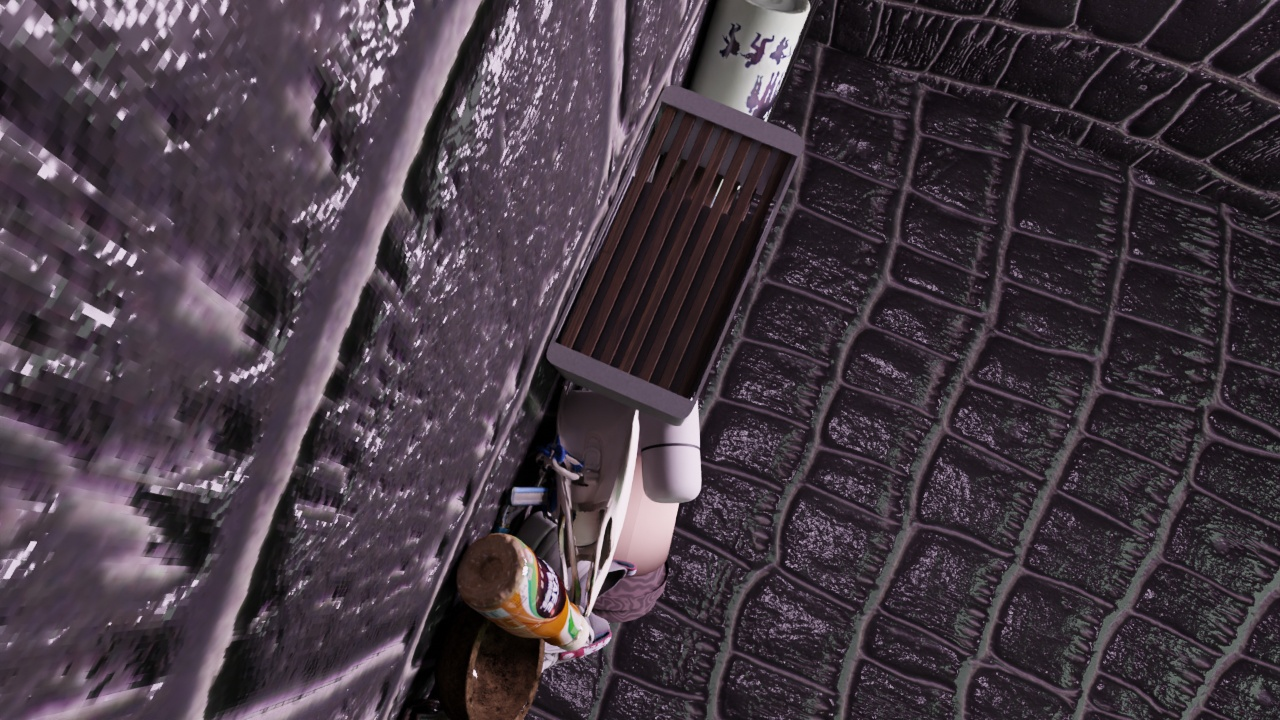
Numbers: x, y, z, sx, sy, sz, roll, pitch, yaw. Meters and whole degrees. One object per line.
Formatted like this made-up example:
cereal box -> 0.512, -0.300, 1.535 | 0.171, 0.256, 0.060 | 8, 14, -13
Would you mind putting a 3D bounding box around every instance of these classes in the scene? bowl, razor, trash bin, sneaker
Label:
bowl -> -0.134, 0.249, 0.766 | 0.121, 0.056, 0.121 | 3, 90, -66
razor -> -0.125, 0.167, 0.786 | 0.042, 0.022, 0.144 | 10, 111, -48
trash bin -> 0.027, -0.075, 0.728 | 0.114, 0.114, 0.228 | 82, 31, -83
sneaker -> -0.102, 0.279, 0.903 | 0.097, 0.129, 0.262 | 93, 20, -49

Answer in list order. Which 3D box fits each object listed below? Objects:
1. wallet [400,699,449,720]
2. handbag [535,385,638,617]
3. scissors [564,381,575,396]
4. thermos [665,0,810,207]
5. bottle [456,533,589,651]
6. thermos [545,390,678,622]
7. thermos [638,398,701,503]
wallet -> -0.193, 0.330, 0.750 | 0.120, 0.031, 0.099 | 93, 18, -73
handbag -> -0.057, 0.136, 0.857 | 0.201, 0.093, 0.199 | 95, 3, -57
scissors -> -0.034, -0.042, 0.813 | 0.147, 0.019, 0.132 | -64, 175, -51
thermos -> 0.071, -0.219, 0.822 | 0.082, 0.082, 0.232 | -63, 175, -48
bottle -> -0.084, 0.193, 0.729 | 0.059, 0.059, 0.167 | -65, 149, -24
thermos -> -0.030, 0.159, 1.056 | 0.172, 0.173, 0.226 | -57, 163, -70
thermos -> 0.023, 0.013, 0.813 | 0.052, 0.052, 0.224 | 103, -14, -72
